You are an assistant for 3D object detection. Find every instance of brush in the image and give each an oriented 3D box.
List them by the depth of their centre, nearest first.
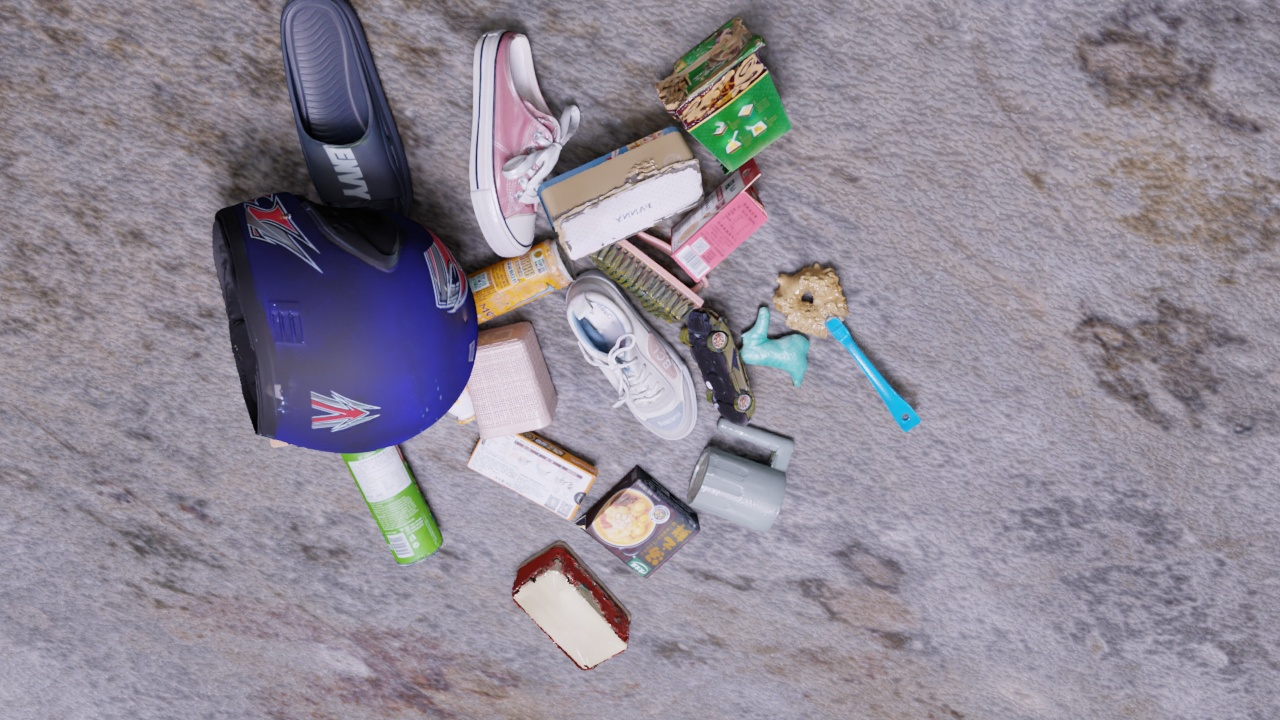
[{"bbox_3d":[0.008,-0.107,1.056,0.145,0.063,0.073,38,80,-12],"label":"brush"},{"bbox_3d":[0.252,-0.011,1.091,0.083,0.045,0.254,-39,102,11],"label":"brush"}]

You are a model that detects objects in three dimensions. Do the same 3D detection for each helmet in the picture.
[{"bbox_3d":[-0.301,-0.050,0.964,0.240,0.315,0.248,-9,132,-29],"label":"helmet"}]

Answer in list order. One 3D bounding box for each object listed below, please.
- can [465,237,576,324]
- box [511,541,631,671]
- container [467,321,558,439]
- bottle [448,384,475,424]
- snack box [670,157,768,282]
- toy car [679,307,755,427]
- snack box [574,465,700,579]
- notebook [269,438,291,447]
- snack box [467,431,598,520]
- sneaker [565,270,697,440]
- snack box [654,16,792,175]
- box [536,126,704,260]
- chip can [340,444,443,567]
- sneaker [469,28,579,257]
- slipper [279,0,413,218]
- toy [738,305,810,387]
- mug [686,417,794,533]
[{"bbox_3d":[-0.151,-0.089,1.065,0.146,0.058,0.058,-22,111,11],"label":"can"},{"bbox_3d":[-0.091,0.337,1.240,0.091,0.080,0.168,-34,109,16],"label":"box"},{"bbox_3d":[-0.159,0.021,1.100,0.090,0.090,0.111,-12,110,6],"label":"container"},{"bbox_3d":[-0.232,0.024,1.114,0.063,0.063,0.108,-22,111,10],"label":"bottle"},{"bbox_3d":[0.092,-0.156,1.000,0.127,0.113,0.044,-41,105,17],"label":"snack box"},{"bbox_3d":[0.096,0.009,1.100,0.042,0.070,0.158,-32,115,-23],"label":"toy car"},{"bbox_3d":[-0.005,0.218,1.206,0.113,0.053,0.126,41,103,-15],"label":"snack box"},{"bbox_3d":[-0.381,-0.009,1.087,0.148,0.008,0.207,-9,89,5],"label":"notebook"},{"bbox_3d":[-0.138,0.137,1.169,0.154,0.026,0.075,29,109,-2],"label":"snack box"},{"bbox_3d":[-0.007,0.006,1.087,0.090,0.090,0.242,-30,110,14],"label":"sneaker"},{"bbox_3d":[0.095,-0.272,0.959,0.118,0.118,0.105,-34,121,15],"label":"snack box"},{"bbox_3d":[-0.024,-0.176,0.987,0.184,0.059,0.090,-22,153,-3],"label":"box"},{"bbox_3d":[-0.328,0.149,1.166,0.072,0.072,0.236,-16,113,8],"label":"chip can"},{"bbox_3d":[-0.124,-0.227,0.982,0.088,0.118,0.241,8,110,21],"label":"sneaker"},{"bbox_3d":[-0.328,-0.254,0.986,0.111,0.083,0.268,-8,112,7],"label":"slipper"},{"bbox_3d":[0.160,-0.017,1.106,0.092,0.030,0.096,6,108,-4],"label":"toy"},{"bbox_3d":[0.127,0.143,1.158,0.103,0.084,0.124,20,86,-6],"label":"mug"}]
